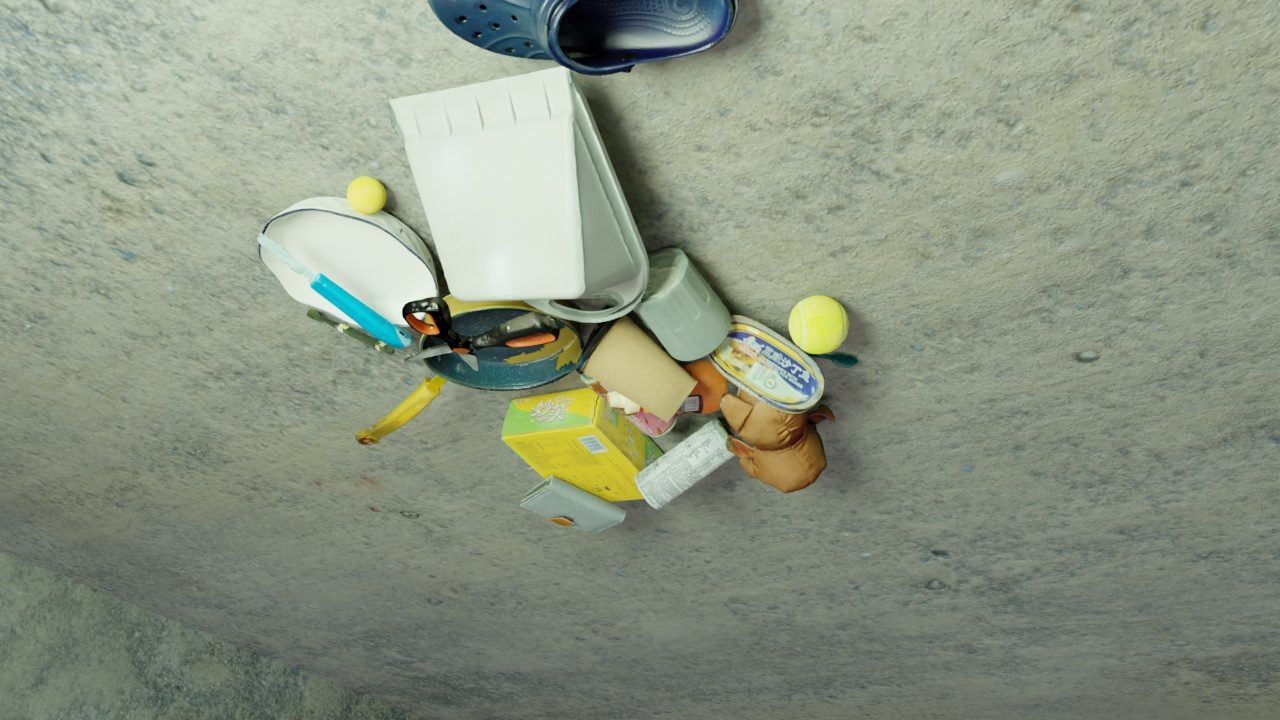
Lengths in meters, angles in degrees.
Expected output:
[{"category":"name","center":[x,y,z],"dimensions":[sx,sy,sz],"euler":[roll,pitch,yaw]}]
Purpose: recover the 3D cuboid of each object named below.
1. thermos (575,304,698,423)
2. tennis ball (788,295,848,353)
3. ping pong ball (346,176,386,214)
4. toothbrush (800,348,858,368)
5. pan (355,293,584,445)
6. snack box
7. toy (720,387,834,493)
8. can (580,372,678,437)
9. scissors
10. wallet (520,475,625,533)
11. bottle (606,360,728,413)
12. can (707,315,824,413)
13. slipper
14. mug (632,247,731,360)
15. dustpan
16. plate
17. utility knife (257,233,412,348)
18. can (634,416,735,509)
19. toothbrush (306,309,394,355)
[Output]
[{"category":"thermos","center":[-0.006,0.006,1.081],"dimensions":[0.143,0.092,0.093],"euler":[36,144,3]},{"category":"tennis ball","center":[0.198,-0.040,1.018],"dimensions":[0.065,0.065,0.066],"euler":[7,145,5]},{"category":"ping pong ball","center":[-0.291,-0.175,0.976],"dimensions":[0.040,0.040,0.040],"euler":[7,145,5]},{"category":"toothbrush","center":[0.167,-0.012,1.110],"dimensions":[0.191,0.016,0.018],"euler":[9,156,1]},{"category":"pan","center":[-0.231,0.018,1.150],"dimensions":[0.358,0.078,0.197],"euler":[-23,145,29]},{"category":"snack box","center":[-0.077,0.128,1.323],"dimensions":[0.158,0.069,0.210],"euler":[-10,141,28]},{"category":"toy","center":[0.169,0.076,1.156],"dimensions":[0.140,0.130,0.200],"euler":[-36,142,-4]},{"category":"can","center":[-0.014,0.042,1.196],"dimensions":[0.058,0.057,0.147],"euler":[-17,137,34]},{"category":"scissors","center":[-0.188,-0.026,0.989],"dimensions":[0.221,0.021,0.232],"euler":[-5,162,20]},{"category":"wallet","center":[-0.104,0.224,1.374],"dimensions":[0.129,0.036,0.107],"euler":[28,142,-21]},{"category":"bottle","center":[0.032,0.040,1.142],"dimensions":[0.149,0.066,0.067],"euler":[-7,147,-10]},{"category":"can","center":[0.143,0.005,1.055],"dimensions":[0.148,0.074,0.049],"euler":[34,176,8]},{"category":"slipper","center":[-0.049,-0.273,0.732],"dimensions":[0.253,0.095,0.105],"euler":[3,142,4]},{"category":"mug","center":[0.027,-0.065,1.027],"dimensions":[0.124,0.083,0.103],"euler":[13,154,43]},{"category":"dustpan","center":[-0.102,-0.147,0.922],"dimensions":[0.223,0.142,0.258],"euler":[1,107,31]},{"category":"plate","center":[-0.334,-0.115,1.069],"dimensions":[0.205,0.045,0.205],"euler":[7,145,5]},{"category":"utility knife","center":[-0.356,-0.078,1.069],"dimensions":[0.034,0.018,0.223],"euler":[-13,140,32]},{"category":"can","center":[0.064,0.142,1.261],"dimensions":[0.147,0.058,0.058],"euler":[-37,130,9]},{"category":"toothbrush","center":[-0.363,-0.035,1.148],"dimensions":[0.186,0.012,0.017],"euler":[20,163,38]}]
